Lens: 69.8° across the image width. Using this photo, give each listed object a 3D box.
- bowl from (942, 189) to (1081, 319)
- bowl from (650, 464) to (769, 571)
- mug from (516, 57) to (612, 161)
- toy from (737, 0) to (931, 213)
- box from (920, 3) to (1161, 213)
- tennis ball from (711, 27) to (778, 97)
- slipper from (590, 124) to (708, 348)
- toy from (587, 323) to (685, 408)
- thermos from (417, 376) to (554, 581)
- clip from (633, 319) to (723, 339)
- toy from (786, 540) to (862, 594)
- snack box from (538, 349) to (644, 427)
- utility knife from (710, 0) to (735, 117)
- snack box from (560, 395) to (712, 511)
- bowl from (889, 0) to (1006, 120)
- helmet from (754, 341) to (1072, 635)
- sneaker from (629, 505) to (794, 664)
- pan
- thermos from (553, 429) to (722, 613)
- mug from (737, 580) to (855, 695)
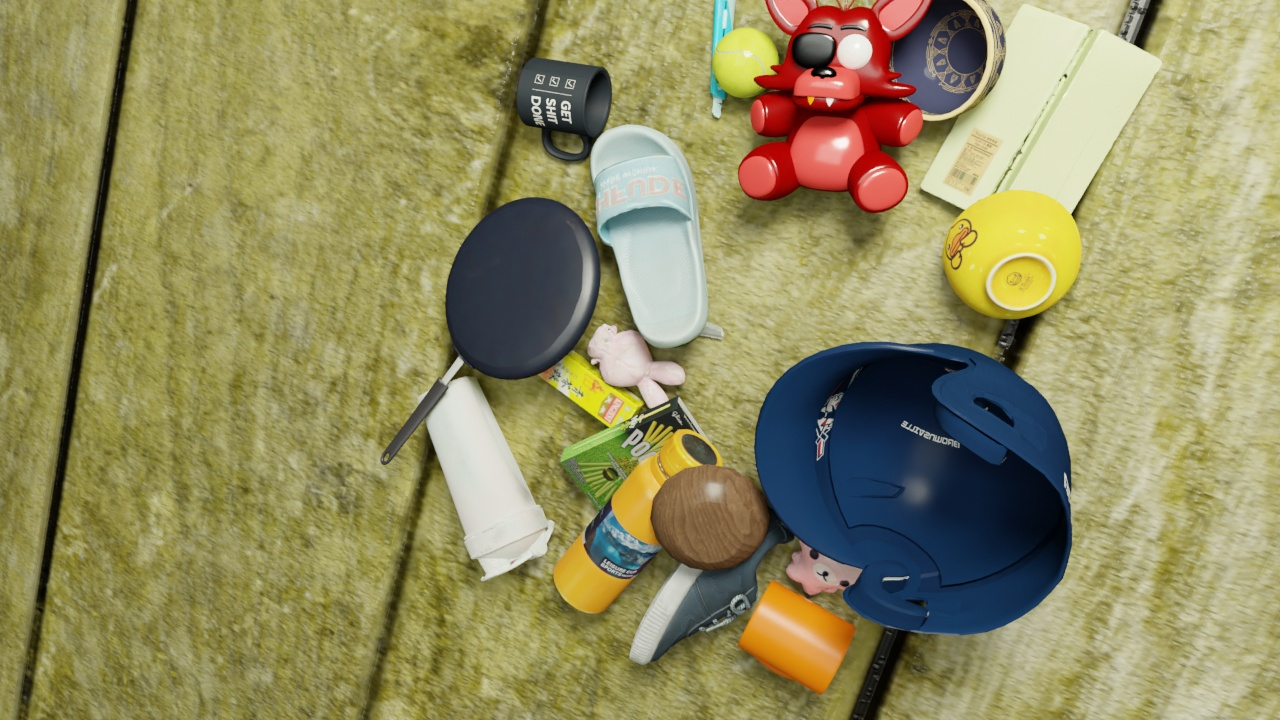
[{"bbox_3d":[0.333,-0.085,0.817,0.117,0.067,0.117,5,124,7],"label":"bowl"},{"bbox_3d":[0.067,0.160,0.891,0.118,0.030,0.118,2,111,5],"label":"bowl"},{"bbox_3d":[-0.079,-0.262,0.972,0.077,0.071,0.105,14,128,18],"label":"mug"},{"bbox_3d":[0.176,-0.242,0.836,0.158,0.120,0.197,11,112,21],"label":"toy"},{"bbox_3d":[0.358,-0.211,0.831,0.141,0.047,0.188,32,107,16],"label":"box"},{"bbox_3d":[0.103,-0.291,0.898,0.065,0.065,0.065,3,98,19],"label":"tennis ball"},{"bbox_3d":[0.008,-0.132,0.929,0.104,0.074,0.245,-18,76,18],"label":"slipper"},{"bbox_3d":[-0.006,0.006,0.987,0.110,0.047,0.064,38,111,4],"label":"toy"},{"bbox_3d":[-0.176,0.129,1.042,0.099,0.099,0.220,-25,84,21],"label":"thermos"},{"bbox_3d":[0.040,-0.054,0.971,0.102,0.040,0.054,10,113,17],"label":"clip"},{"bbox_3d":[0.192,0.206,0.938,0.099,0.052,0.096,44,121,-3],"label":"toy"},{"bbox_3d":[-0.066,0.023,1.019,0.148,0.028,0.040,35,107,12],"label":"snack box"},{"bbox_3d":[0.083,-0.309,0.931,0.022,0.015,0.124,0,100,-10],"label":"utility knife"},{"bbox_3d":[-0.002,0.104,0.991,0.148,0.025,0.080,-26,114,21],"label":"snack box"},{"bbox_3d":[0.283,-0.278,0.831,0.112,0.061,0.112,27,127,44],"label":"bowl"},{"bbox_3d":[0.237,0.087,0.815,0.272,0.222,0.233,18,117,7],"label":"helmet"},{"bbox_3d":[0.078,0.240,0.969,0.087,0.089,0.236,37,103,7],"label":"sneaker"},{"bbox_3d":[-0.180,-0.019,0.988,0.357,0.021,0.198,-50,60,12],"label":"pan"},{"bbox_3d":[0.003,0.173,0.973,0.091,0.076,0.233,23,121,-25],"label":"thermos"},{"bbox_3d":[0.157,0.297,0.957,0.096,0.077,0.113,28,133,14],"label":"mug"}]
